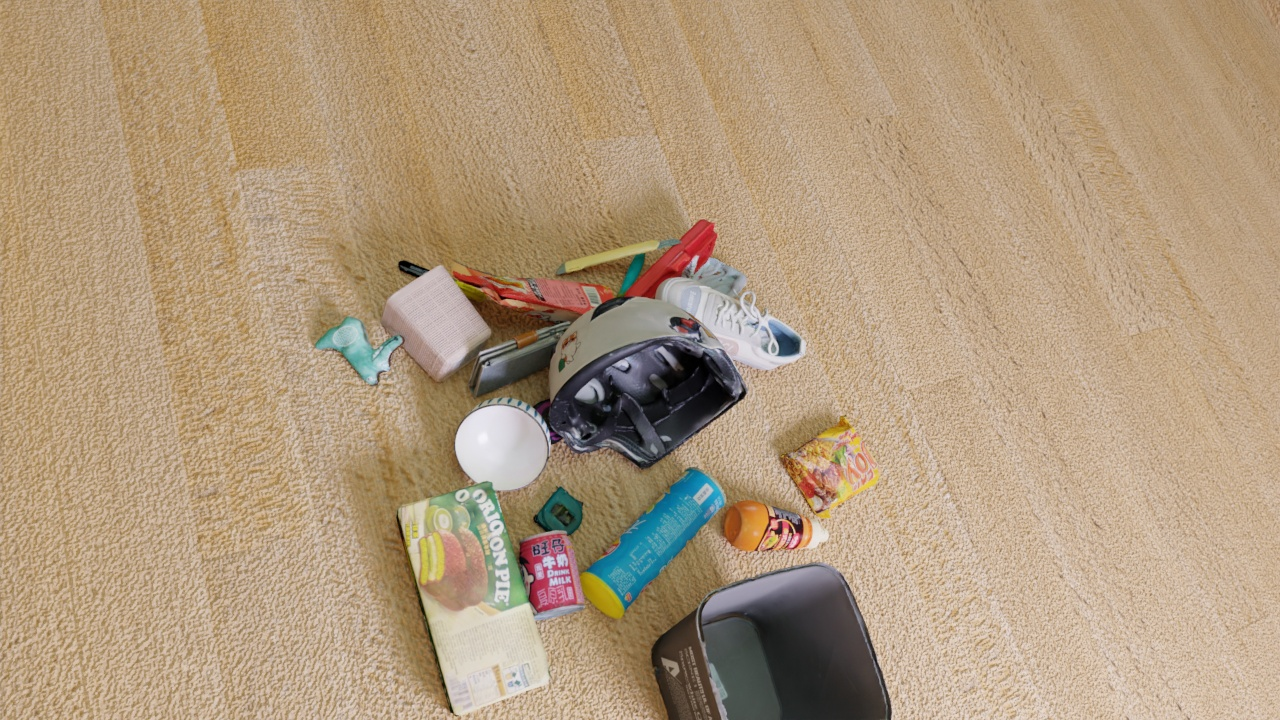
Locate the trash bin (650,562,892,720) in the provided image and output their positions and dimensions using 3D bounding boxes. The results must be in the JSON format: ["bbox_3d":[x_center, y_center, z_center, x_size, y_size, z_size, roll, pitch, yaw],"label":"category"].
[{"bbox_3d":[0.128,0.359,1.047,0.198,0.220,0.199,-8,70,-24],"label":"trash bin"}]

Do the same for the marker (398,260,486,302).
[{"bbox_3d":[-0.267,-0.108,1.235,0.124,0.015,0.018,22,58,-8],"label":"marker"}]

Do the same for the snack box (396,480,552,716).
[{"bbox_3d":[-0.193,0.268,1.047,0.114,0.063,0.240,-15,76,-20],"label":"snack box"}]

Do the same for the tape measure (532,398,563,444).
[{"bbox_3d":[-0.118,0.079,1.189,0.057,0.039,0.057,-39,84,-30],"label":"tape measure"}]

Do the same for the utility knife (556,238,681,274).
[{"bbox_3d":[-0.032,-0.151,1.299,0.183,0.019,0.030,-17,40,7],"label":"utility knife"}]

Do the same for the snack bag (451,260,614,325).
[{"bbox_3d":[-0.131,-0.082,1.194,0.207,0.129,0.073,11,103,-38],"label":"snack bag"}]

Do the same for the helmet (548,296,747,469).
[{"bbox_3d":[-0.007,0.007,1.160,0.273,0.231,0.156,23,35,-43],"label":"helmet"}]

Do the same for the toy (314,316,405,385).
[{"bbox_3d":[-0.345,-0.015,1.146,0.096,0.030,0.092,-37,93,5],"label":"toy"}]

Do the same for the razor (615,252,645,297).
[{"bbox_3d":[-0.024,-0.108,1.317,0.043,0.028,0.132,18,61,20],"label":"razor"}]

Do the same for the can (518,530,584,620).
[{"bbox_3d":[-0.108,0.256,1.096,0.066,0.067,0.093,-5,69,-22],"label":"can"}]

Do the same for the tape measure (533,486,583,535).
[{"bbox_3d":[-0.099,0.193,1.152,0.054,0.025,0.058,38,60,1],"label":"tape measure"}]

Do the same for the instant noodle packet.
[{"bbox_3d":[0.275,0.150,1.300,0.128,0.044,0.110,-27,82,-29],"label":"instant noodle packet"}]

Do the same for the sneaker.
[{"bbox_3d":[0.131,-0.047,1.264,0.242,0.091,0.089,23,73,-32],"label":"sneaker"}]

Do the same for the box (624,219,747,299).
[{"bbox_3d":[0.070,-0.103,1.303,0.100,0.094,0.200,31,57,18],"label":"box"}]

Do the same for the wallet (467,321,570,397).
[{"bbox_3d":[-0.156,-0.007,1.176,0.129,0.107,0.037,-23,73,-27],"label":"wallet"}]

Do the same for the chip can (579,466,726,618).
[{"bbox_3d":[0.018,0.225,1.155,0.071,0.071,0.209,46,59,4],"label":"chip can"}]

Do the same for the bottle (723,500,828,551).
[{"bbox_3d":[0.187,0.226,1.225,0.149,0.067,0.066,11,63,-23],"label":"bottle"}]

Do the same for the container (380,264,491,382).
[{"bbox_3d":[-0.257,-0.043,1.169,0.089,0.090,0.111,-39,87,-30],"label":"container"}]

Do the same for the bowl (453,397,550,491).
[{"bbox_3d":[-0.166,0.096,1.136,0.116,0.117,0.066,28,18,-6],"label":"bowl"}]
